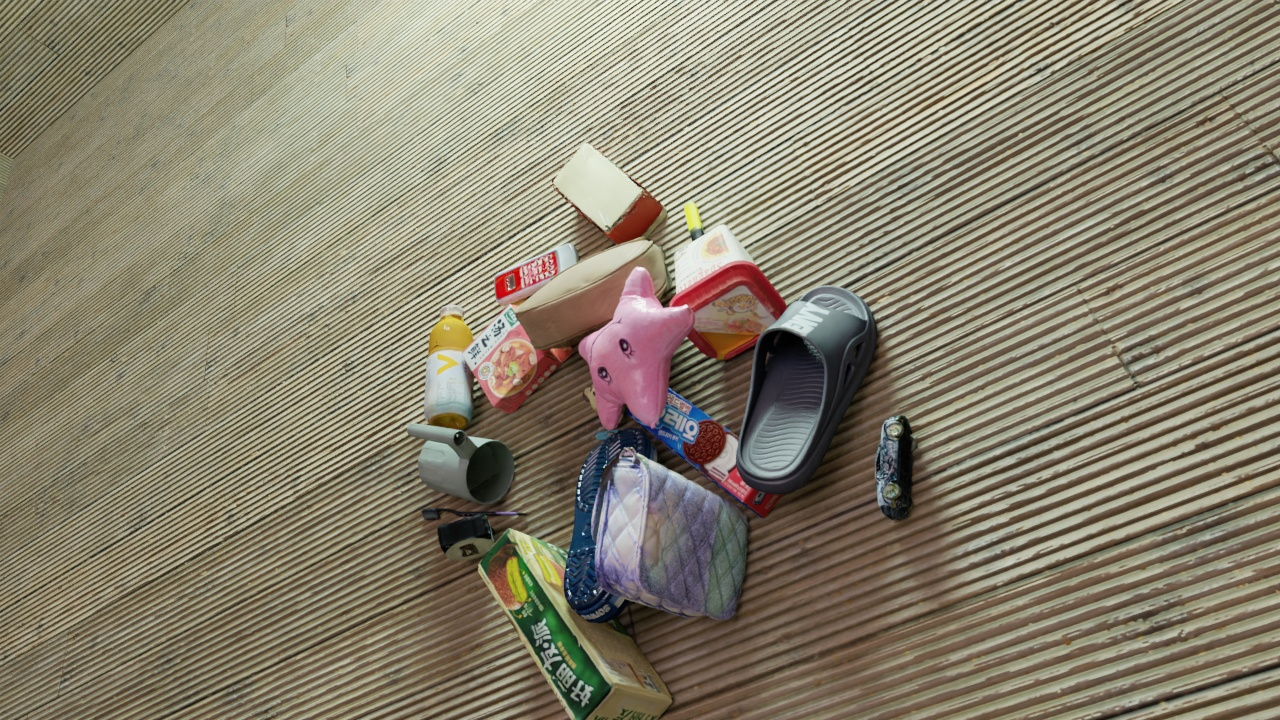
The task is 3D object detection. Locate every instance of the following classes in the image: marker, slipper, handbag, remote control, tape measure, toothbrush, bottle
[{"bbox_3d":[0.077,-0.156,1.193,0.018,0.015,0.124,-26,57,23],"label":"marker"},{"bbox_3d":[-0.016,0.181,1.018,0.105,0.095,0.252,-27,32,28],"label":"slipper"},{"bbox_3d":[-0.055,-0.081,1.183,0.205,0.100,0.147,-19,19,28],"label":"handbag"},{"bbox_3d":[-0.151,-0.124,1.324,0.136,0.020,0.055,-20,56,17],"label":"remote control"},{"bbox_3d":[0.031,0.181,0.923,0.076,0.194,0.134,-7,62,36],"label":"handbag"},{"bbox_3d":[0.170,0.011,0.959,0.111,0.083,0.267,8,56,30],"label":"slipper"},{"bbox_3d":[-0.219,0.227,1.165,0.065,0.066,0.033,-16,57,-4],"label":"tape measure"},{"bbox_3d":[-0.223,0.205,1.215,0.189,0.014,0.016,-5,71,33],"label":"toothbrush"},{"bbox_3d":[-0.274,0.007,1.320,0.068,0.068,0.189,-21,56,25],"label":"bottle"}]

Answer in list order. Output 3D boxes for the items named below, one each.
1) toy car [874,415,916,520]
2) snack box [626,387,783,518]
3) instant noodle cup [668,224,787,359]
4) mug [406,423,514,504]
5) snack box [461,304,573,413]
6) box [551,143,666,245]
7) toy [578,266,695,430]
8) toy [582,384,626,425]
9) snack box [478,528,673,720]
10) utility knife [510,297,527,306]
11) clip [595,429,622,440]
[{"bbox_3d":[0.250,0.104,0.905,0.031,0.049,0.105,-4,63,32],"label":"toy car"},{"bbox_3d":[0.072,0.095,1.033,0.058,0.057,0.207,-52,48,-3],"label":"snack box"},{"bbox_3d":[0.097,-0.085,1.082,0.116,0.116,0.124,-30,40,19],"label":"instant noodle cup"},{"bbox_3d":[-0.239,0.127,1.198,0.104,0.124,0.083,5,51,40],"label":"mug"},{"bbox_3d":[-0.171,-0.011,1.264,0.127,0.044,0.113,-45,54,9],"label":"snack box"},{"bbox_3d":[-0.049,-0.234,1.280,0.091,0.079,0.168,-48,49,5],"label":"box"},{"bbox_3d":[-0.003,-0.004,1.036,0.195,0.074,0.178,-49,49,38],"label":"toy"},{"bbox_3d":[-0.007,0.007,1.130,0.105,0.066,0.157,45,103,25],"label":"toy"},{"bbox_3d":[-0.075,0.291,0.994,0.063,0.114,0.240,-50,48,4],"label":"snack box"},{"bbox_3d":[-0.188,-0.069,1.338,0.031,0.018,0.151,16,72,34],"label":"utility knife"},{"bbox_3d":[-0.025,0.094,1.127,0.056,0.038,0.013,-9,62,21],"label":"clip"}]
